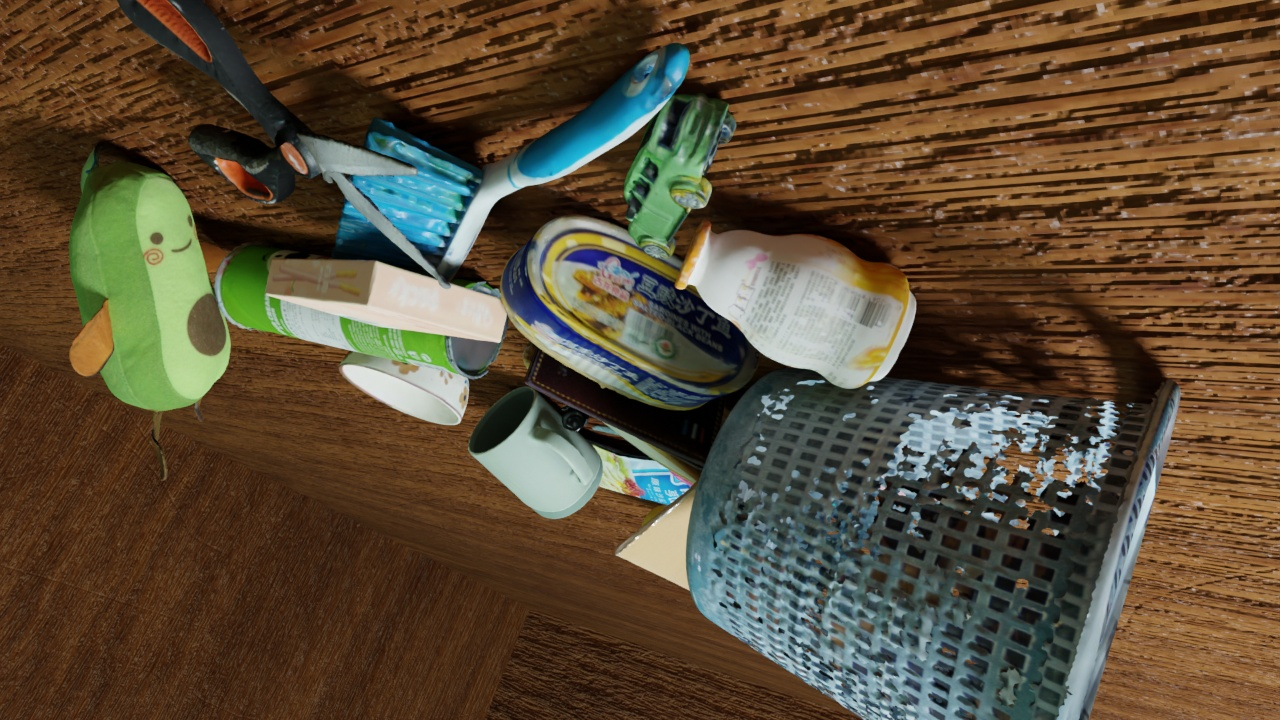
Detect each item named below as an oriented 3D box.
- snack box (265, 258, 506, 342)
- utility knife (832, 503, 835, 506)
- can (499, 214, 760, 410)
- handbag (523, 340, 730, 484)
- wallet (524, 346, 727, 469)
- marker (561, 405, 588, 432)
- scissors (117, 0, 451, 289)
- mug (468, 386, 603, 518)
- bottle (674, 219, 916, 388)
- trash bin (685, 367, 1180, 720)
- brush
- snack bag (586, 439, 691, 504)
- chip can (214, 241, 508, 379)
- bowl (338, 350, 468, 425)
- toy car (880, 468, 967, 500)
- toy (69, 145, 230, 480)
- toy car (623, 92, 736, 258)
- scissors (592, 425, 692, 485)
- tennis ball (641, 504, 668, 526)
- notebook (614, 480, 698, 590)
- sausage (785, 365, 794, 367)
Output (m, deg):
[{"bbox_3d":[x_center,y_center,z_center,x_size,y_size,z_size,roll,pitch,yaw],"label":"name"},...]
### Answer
[{"bbox_3d":[-0.156,-0.037,0.548,0.084,0.026,0.157,17,174,-41],"label":"snack box"},{"bbox_3d":[0.135,0.106,0.783,0.209,0.013,0.029,36,156,-32],"label":"utility knife"},{"bbox_3d":[-0.004,-0.025,0.517,0.148,0.074,0.049,28,156,-17],"label":"can"},{"bbox_3d":[-0.013,0.026,0.687,0.163,0.063,0.179,40,168,-34],"label":"handbag"},{"bbox_3d":[-0.003,0.003,0.557,0.122,0.096,0.020,27,140,-14],"label":"wallet"},{"bbox_3d":[-0.055,0.048,0.771,0.022,0.020,0.132,56,177,1],"label":"marker"},{"bbox_3d":[-0.184,-0.114,0.449,0.221,0.021,0.222,-1,128,55],"label":"scissors"},{"bbox_3d":[-0.085,0.088,0.836,0.106,0.082,0.112,48,154,-24],"label":"mug"},{"bbox_3d":[0.072,-0.031,0.437,0.108,0.063,0.063,22,160,-1],"label":"bottle"},{"bbox_3d":[0.140,0.096,0.474,0.195,0.226,0.226,17,160,31],"label":"trash bin"},{"bbox_3d":[-0.087,-0.095,0.461,0.109,0.060,0.315,22,160,-16],"label":"brush"},{"bbox_3d":[0.006,0.114,0.906,0.191,0.038,0.110,11,145,28],"label":"snack bag"},{"bbox_3d":[-0.214,-0.040,0.693,0.236,0.072,0.072,11,157,27],"label":"chip can"},{"bbox_3d":[-0.199,0.005,0.806,0.113,0.062,0.113,19,161,7],"label":"bowl"},{"bbox_3d":[0.174,0.076,0.639,0.122,0.037,0.056,31,160,-24],"label":"toy car"},{"bbox_3d":[-0.376,-0.039,0.714,0.090,0.226,0.247,-3,116,-2],"label":"toy"},{"bbox_3d":[0.013,-0.081,0.403,0.036,0.043,0.091,21,158,-3],"label":"toy car"},{"bbox_3d":[0.019,0.074,0.802,0.133,0.017,0.128,7,141,25],"label":"scissors"},{"bbox_3d":[0.033,0.194,1.033,0.065,0.065,0.065,20,160,7],"label":"tennis ball"},{"bbox_3d":[0.071,0.109,0.664,0.008,0.148,0.207,50,-179,28],"label":"notebook"},{"bbox_3d":[0.095,0.021,0.602,0.021,0.021,0.165,22,159,1],"label":"sausage"}]
